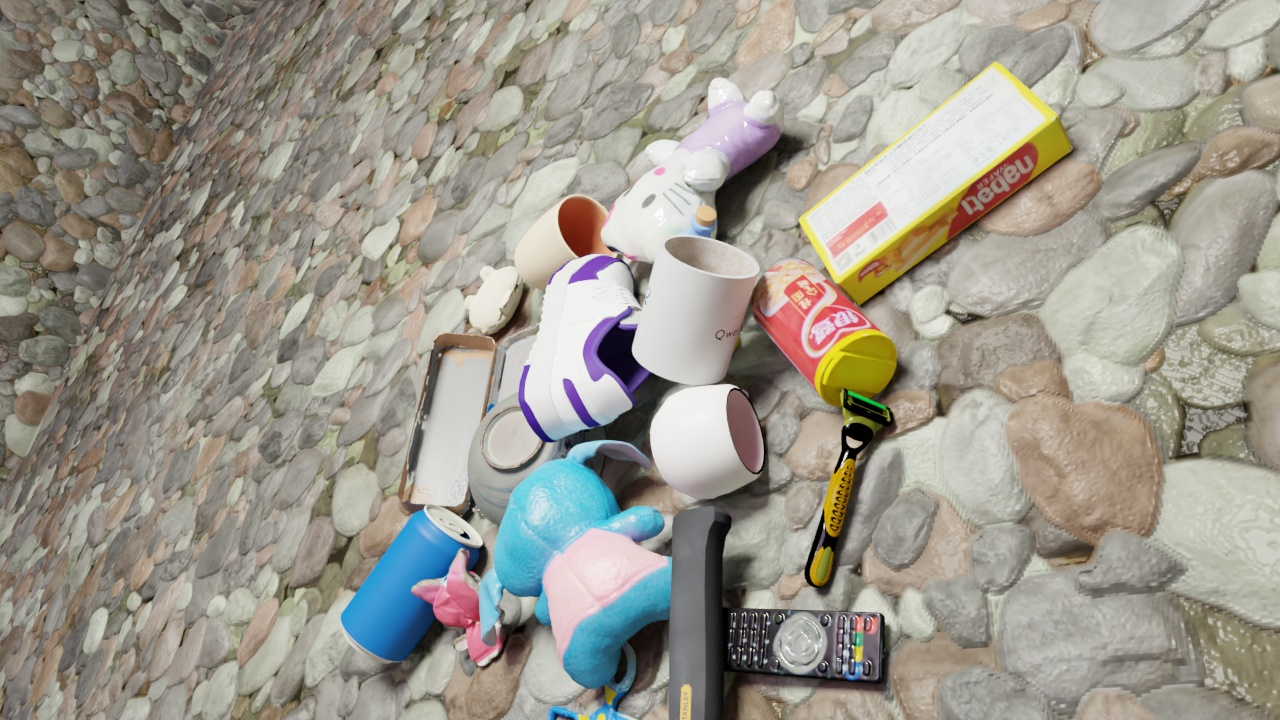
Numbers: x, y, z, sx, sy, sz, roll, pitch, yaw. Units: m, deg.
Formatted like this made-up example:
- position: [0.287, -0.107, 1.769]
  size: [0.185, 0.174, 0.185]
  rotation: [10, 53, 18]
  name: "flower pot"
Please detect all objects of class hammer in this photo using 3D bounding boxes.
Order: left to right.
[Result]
- position: [0.043, 0.253, 0.630]
  size: [0.140, 0.035, 0.311]
  rotation: [-17, 59, 38]
  name: "hammer"

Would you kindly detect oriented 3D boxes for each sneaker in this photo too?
- position: [-0.028, -0.031, 0.862]
  size: [0.111, 0.092, 0.243]
  rotation: [-15, 37, 26]
  name: "sneaker"

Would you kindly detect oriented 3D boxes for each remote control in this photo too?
- position: [0.105, 0.198, 0.643]
  size: [0.141, 0.021, 0.045]
  rotation: [-10, 63, 38]
  name: "remote control"

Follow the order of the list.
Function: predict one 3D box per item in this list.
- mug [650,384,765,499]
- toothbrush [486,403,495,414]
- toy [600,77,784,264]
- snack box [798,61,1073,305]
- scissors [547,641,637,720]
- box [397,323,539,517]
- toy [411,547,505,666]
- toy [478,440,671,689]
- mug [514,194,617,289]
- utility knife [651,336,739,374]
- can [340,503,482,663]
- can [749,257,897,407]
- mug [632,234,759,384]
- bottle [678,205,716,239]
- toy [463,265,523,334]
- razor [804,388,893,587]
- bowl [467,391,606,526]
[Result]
- position: [0.056, 0.058, 0.750]
  size: [0.076, 0.090, 0.123]
  rotation: [-18, 19, 26]
  name: "mug"
- position: [-0.143, 0.103, 0.925]
  size: [0.021, 0.016, 0.132]
  rotation: [-15, 59, 8]
  name: "toothbrush"
- position: [0.052, -0.179, 0.912]
  size: [0.209, 0.085, 0.137]
  rotation: [-51, 37, 2]
  name: "toy"
- position: [0.230, -0.141, 0.740]
  size: [0.201, 0.042, 0.092]
  rotation: [-39, 42, 19]
  name: "snack box"
- position: [-0.027, 0.279, 0.726]
  size: [0.126, 0.014, 0.130]
  rotation: [-5, 63, 44]
  name: "scissors"
- position: [-0.175, 0.062, 0.996]
  size: [0.157, 0.071, 0.216]
  rotation: [-11, 54, 24]
  name: "box"
- position: [-0.160, 0.234, 0.863]
  size: [0.065, 0.050, 0.102]
  rotation: [-38, 77, 8]
  name: "toy"
- position: [-0.058, 0.177, 0.767]
  size: [0.224, 0.099, 0.191]
  rotation: [-50, 48, 5]
  name: "toy"
- position: [-0.079, -0.132, 1.021]
  size: [0.105, 0.085, 0.111]
  rotation: [-24, 19, 46]
  name: "mug"
- position: [-0.005, 0.005, 0.889]
  size: [0.234, 0.020, 0.028]
  rotation: [-15, 45, 37]
  name: "utility knife"
- position: [-0.227, 0.222, 0.911]
  size: [0.146, 0.079, 0.079]
  rotation: [-54, 39, 1]
  name: "can"
- position: [0.141, -0.024, 0.725]
  size: [0.067, 0.066, 0.124]
  rotation: [-46, 40, 11]
  name: "can"
- position: [0.053, -0.048, 0.771]
  size: [0.083, 0.119, 0.097]
  rotation: [26, 119, 20]
  name: "mug"
- position: [0.044, -0.087, 0.826]
  size: [0.131, 0.048, 0.048]
  rotation: [106, 166, -53]
  name: "bottle"
- position: [-0.169, -0.072, 1.083]
  size: [0.112, 0.050, 0.087]
  rotation: [21, 79, 46]
  name: "toy"
- position: [0.145, 0.095, 0.667]
  size: [0.021, 0.044, 0.144]
  rotation: [-19, 50, 70]
  name: "razor"
- position: [-0.110, 0.083, 0.875]
  size: [0.151, 0.057, 0.150]
  rotation: [-10, 59, 18]
  name: "bowl"
